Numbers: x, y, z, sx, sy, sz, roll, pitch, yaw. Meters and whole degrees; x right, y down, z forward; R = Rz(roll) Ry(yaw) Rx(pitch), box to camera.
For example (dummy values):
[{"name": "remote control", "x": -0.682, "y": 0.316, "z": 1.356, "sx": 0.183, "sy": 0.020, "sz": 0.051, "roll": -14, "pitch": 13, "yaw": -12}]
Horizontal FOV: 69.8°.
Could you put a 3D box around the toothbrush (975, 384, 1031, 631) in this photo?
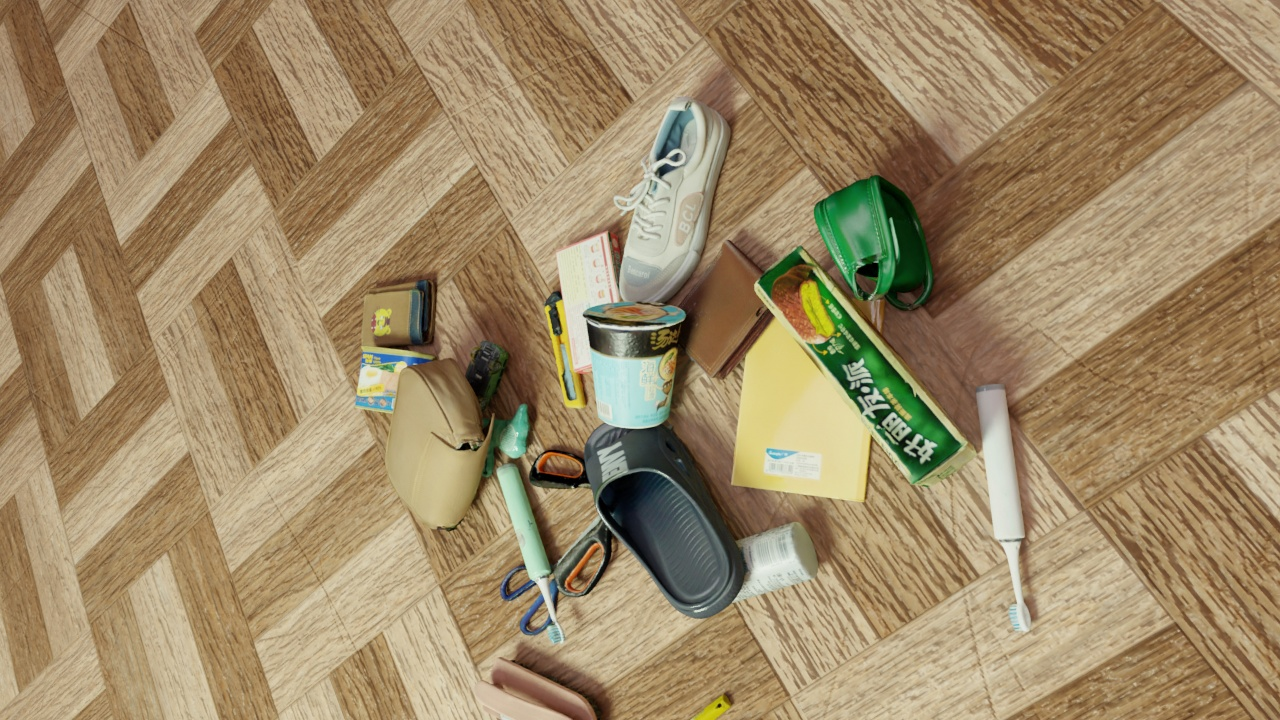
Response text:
[{"name": "toothbrush", "x": 0.331, "y": 0.131, "z": 0.831, "sx": 0.026, "sy": 0.026, "sz": 0.221, "roll": 151, "pitch": 118, "yaw": -65}]

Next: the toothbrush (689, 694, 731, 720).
[{"name": "toothbrush", "x": 0.021, "y": 0.410, "z": 0.963, "sx": 0.190, "sy": 0.016, "sz": 0.015, "roll": -43, "pitch": 64, "yaw": 16}]

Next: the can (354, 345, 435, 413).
[{"name": "can", "x": -0.325, "y": 0.027, "z": 1.209, "sx": 0.102, "sy": 0.057, "sz": 0.083, "roll": 6, "pitch": 87, "yaw": 31}]

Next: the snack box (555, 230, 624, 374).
[{"name": "snack box", "x": -0.053, "y": -0.068, "z": 1.087, "sx": 0.077, "sy": 0.027, "sz": 0.155, "roll": -17, "pitch": 73, "yaw": 27}]

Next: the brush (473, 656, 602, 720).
[{"name": "brush", "x": -0.111, "y": 0.383, "z": 1.013, "sx": 0.146, "sy": 0.073, "sz": 0.063, "roll": 14, "pitch": 87, "yaw": 29}]

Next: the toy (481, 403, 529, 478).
[{"name": "toy", "x": -0.173, "y": 0.098, "z": 1.126, "sx": 0.092, "sy": 0.030, "sz": 0.096, "roll": 3, "pitch": 90, "yaw": 35}]

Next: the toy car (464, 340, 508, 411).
[{"name": "toy car", "x": -0.196, "y": 0.021, "z": 1.147, "sx": 0.043, "sy": 0.036, "sz": 0.091, "roll": 28, "pitch": 98, "yaw": 29}]

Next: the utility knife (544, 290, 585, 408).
[{"name": "utility knife", "x": -0.091, "y": -0.013, "z": 1.105, "sx": 0.033, "sy": 0.015, "sz": 0.153, "roll": -23, "pitch": 71, "yaw": 28}]

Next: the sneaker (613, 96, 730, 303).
[{"name": "sneaker", "x": 0.027, "y": -0.176, "z": 1.024, "sx": 0.089, "sy": 0.090, "sz": 0.242, "roll": 20, "pitch": 92, "yaw": 32}]

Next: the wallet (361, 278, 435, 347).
[{"name": "wallet", "x": -0.329, "y": -0.062, "z": 1.243, "sx": 0.115, "sy": 0.033, "sz": 0.090, "roll": -4, "pitch": 80, "yaw": 33}]

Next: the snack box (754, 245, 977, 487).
[{"name": "snack box", "x": 0.211, "y": 0.007, "z": 0.861, "sx": 0.063, "sy": 0.114, "sz": 0.240, "roll": -41, "pitch": 68, "yaw": 13}]

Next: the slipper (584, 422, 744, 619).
[{"name": "slipper", "x": 0.011, "y": 0.141, "z": 0.944, "sx": 0.111, "sy": 0.083, "sz": 0.268, "roll": -41, "pitch": 47, "yaw": 5}]

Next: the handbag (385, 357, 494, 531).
[{"name": "handbag", "x": -0.237, "y": 0.099, "z": 1.097, "sx": 0.147, "sy": 0.099, "sz": 0.205, "roll": 52, "pitch": 138, "yaw": 29}]

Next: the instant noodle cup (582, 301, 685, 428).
[{"name": "instant noodle cup", "x": -0.006, "y": 0.006, "z": 0.995, "sx": 0.111, "sy": 0.111, "sz": 0.120, "roll": 10, "pitch": 110, "yaw": 31}]

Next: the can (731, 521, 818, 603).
[{"name": "can", "x": 0.103, "y": 0.212, "z": 0.929, "sx": 0.147, "sy": 0.058, "sz": 0.058, "roll": -24, "pitch": 70, "yaw": 25}]

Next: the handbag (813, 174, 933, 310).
[{"name": "handbag", "x": 0.225, "y": -0.108, "z": 0.875, "sx": 0.068, "sy": 0.131, "sz": 0.120, "roll": -21, "pitch": 74, "yaw": 29}]

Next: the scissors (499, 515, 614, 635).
[{"name": "scissors", "x": -0.092, "y": 0.252, "z": 1.061, "sx": 0.171, "sy": 0.012, "sz": 0.140, "roll": -15, "pitch": 72, "yaw": 26}]

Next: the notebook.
[{"name": "notebook", "x": 0.171, "y": 0.035, "z": 0.949, "sx": 0.146, "sy": 0.010, "sz": 0.206, "roll": 3, "pitch": 83, "yaw": 30}]

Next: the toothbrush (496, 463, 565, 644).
[{"name": "toothbrush", "x": -0.125, "y": 0.221, "z": 1.064, "sx": 0.027, "sy": 0.027, "sz": 0.224, "roll": -48, "pitch": 54, "yaw": 40}]

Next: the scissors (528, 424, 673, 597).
[{"name": "scissors", "x": -0.042, "y": 0.162, "z": 1.036, "sx": 0.235, "sy": 0.021, "sz": 0.220, "roll": 17, "pitch": 84, "yaw": 32}]

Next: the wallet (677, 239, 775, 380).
[{"name": "wallet", "x": 0.089, "y": -0.055, "z": 0.993, "sx": 0.125, "sy": 0.032, "sz": 0.101, "roll": -53, "pitch": 53, "yaw": 15}]
